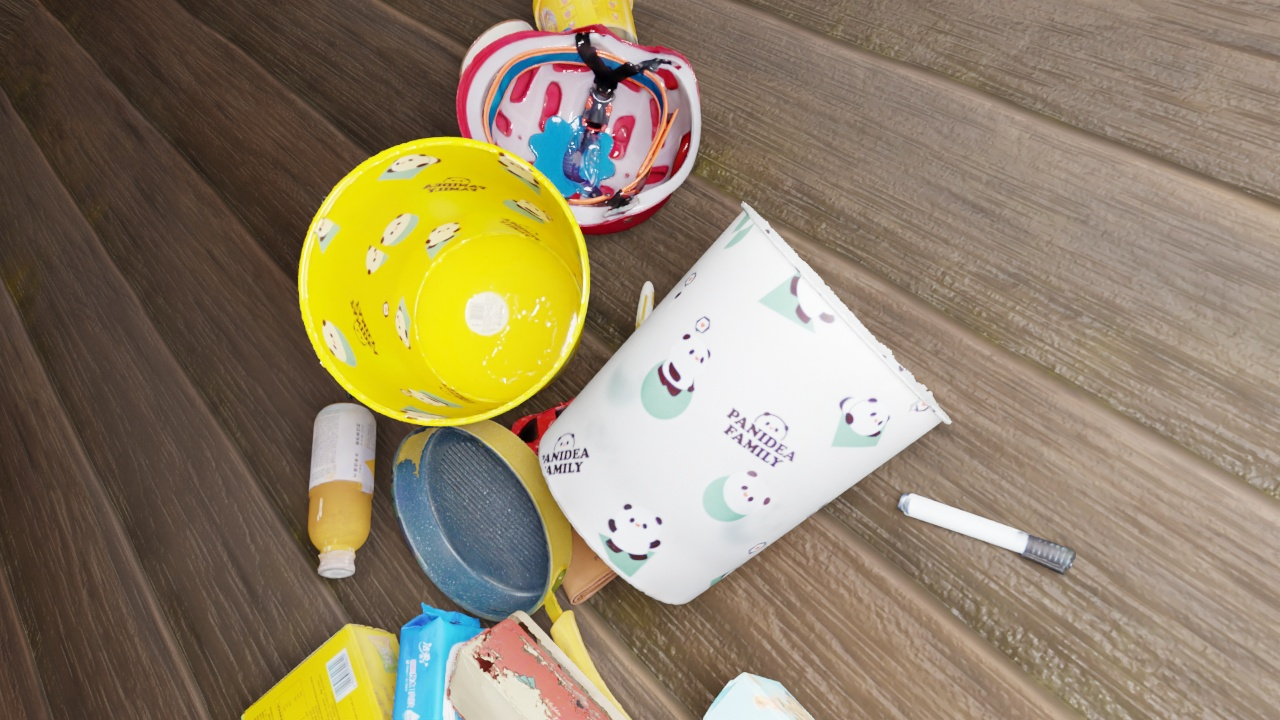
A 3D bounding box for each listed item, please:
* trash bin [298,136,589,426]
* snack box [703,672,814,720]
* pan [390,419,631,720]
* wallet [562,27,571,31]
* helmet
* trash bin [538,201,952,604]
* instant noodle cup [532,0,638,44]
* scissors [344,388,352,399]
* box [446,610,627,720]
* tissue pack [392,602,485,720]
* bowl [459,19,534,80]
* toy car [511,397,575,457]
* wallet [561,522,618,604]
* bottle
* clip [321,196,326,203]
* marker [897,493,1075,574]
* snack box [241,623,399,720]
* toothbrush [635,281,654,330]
[{"bbox_3d":[-0.151,-0.055,0.842,0.229,0.255,0.229,0,87,2],"label":"trash bin"},{"bbox_3d":[0.128,0.304,0.654,0.051,0.074,0.175,-50,53,0],"label":"snack box"},{"bbox_3d":[-0.100,0.199,0.808,0.357,0.078,0.198,40,128,17],"label":"pan"},{"bbox_3d":[-0.083,-0.295,1.027,0.106,0.133,0.040,-29,52,17],"label":"wallet"},{"bbox_3d":[-0.065,-0.226,0.950,0.240,0.144,0.206,14,78,-4],"label":"helmet"},{"bbox_3d":[0.071,0.045,0.729,0.252,0.229,0.229,-44,53,13],"label":"trash bin"},{"bbox_3d":[-0.056,-0.378,1.066,0.119,0.118,0.114,-24,65,19],"label":"instant noodle cup"},{"bbox_3d":[-0.316,-0.049,1.069,0.189,0.015,0.227,31,113,26],"label":"scissors"},{"bbox_3d":[-0.083,0.296,0.741,0.168,0.080,0.091,38,129,25],"label":"box"},{"bbox_3d":[-0.174,0.303,0.822,0.052,0.095,0.157,-11,63,21],"label":"tissue pack"},{"bbox_3d":[-0.163,-0.363,1.151,0.114,0.062,0.113,-12,63,26],"label":"bowl"},{"bbox_3d":[-0.083,0.067,0.920,0.106,0.031,0.049,-21,60,19],"label":"toy car"},{"bbox_3d":[-0.050,0.145,0.864,0.108,0.031,0.131,-38,56,11],"label":"wallet"},{"bbox_3d":[-0.328,0.141,1.006,0.068,0.068,0.189,-19,59,22],"label":"bottle"},{"bbox_3d":[-0.418,-0.211,1.254,0.058,0.027,0.045,31,93,37],"label":"clip"},{"bbox_3d":[0.258,0.129,0.694,0.131,0.018,0.022,16,63,34],"label":"marker"},{"bbox_3d":[-0.276,0.381,0.860,0.158,0.070,0.210,-41,54,8],"label":"snack box"},{"bbox_3d":[-0.005,0.005,0.909,0.016,0.018,0.191,-4,66,27],"label":"toothbrush"}]
